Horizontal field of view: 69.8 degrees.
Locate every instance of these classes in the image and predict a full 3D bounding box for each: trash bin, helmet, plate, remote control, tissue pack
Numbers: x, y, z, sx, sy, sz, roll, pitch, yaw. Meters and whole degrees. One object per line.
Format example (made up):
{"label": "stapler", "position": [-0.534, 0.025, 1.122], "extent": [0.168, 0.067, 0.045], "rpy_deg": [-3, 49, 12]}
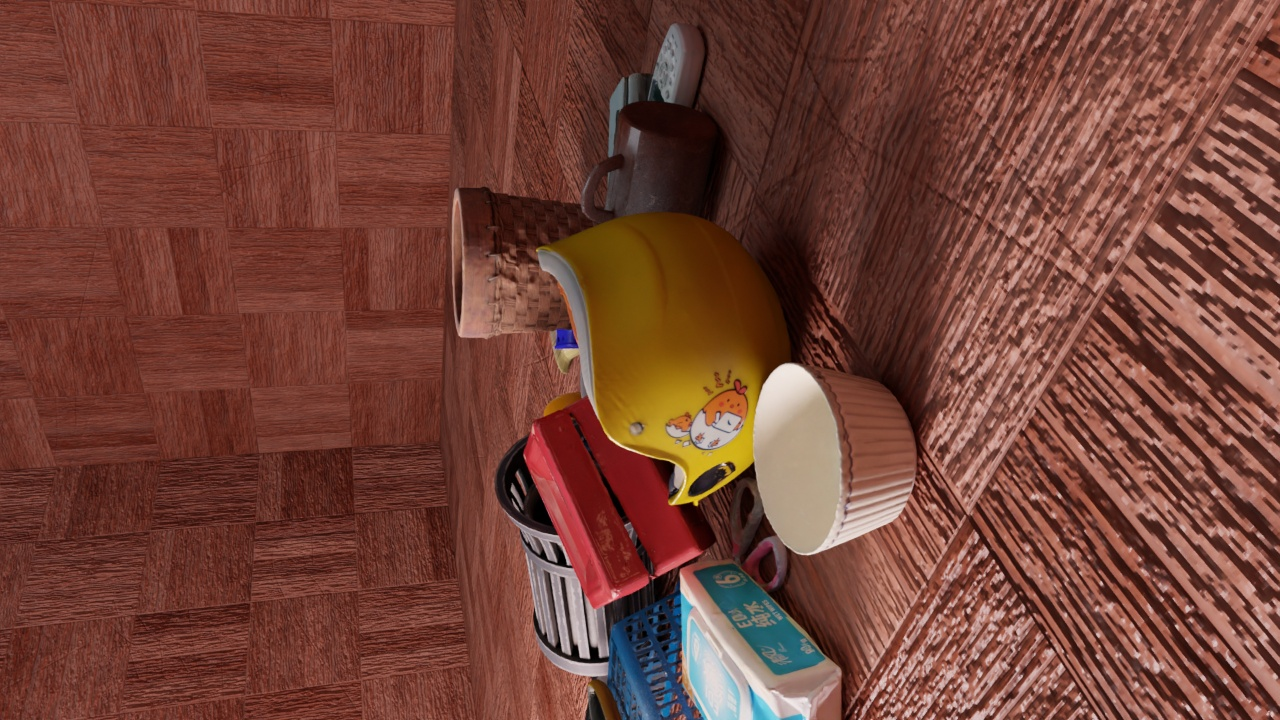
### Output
{"label": "trash bin", "position": [-0.051, 0.199, 0.942], "extent": [0.164, 0.164, 0.228], "rpy_deg": [-116, 18, -52]}
{"label": "helmet", "position": [0.041, -0.009, 0.681], "extent": [0.240, 0.140, 0.209], "rpy_deg": [54, -169, -52]}
{"label": "plate", "position": [-0.083, -0.076, 1.179], "extent": [0.184, 0.036, 0.184], "rpy_deg": [0, -91, -84]}
{"label": "remote control", "position": [0.031, -0.258, 0.859], "extent": [0.115, 0.028, 0.060], "rpy_deg": [111, 151, -53]}
{"label": "tissue pack", "position": [0.082, 0.237, 0.697], "extent": [0.209, 0.066, 0.117], "rpy_deg": [-140, 46, -66]}
{"label": "trash bin", "position": [-0.085, -0.101, 0.953], "extent": [0.151, 0.210, 0.151], "rpy_deg": [178, 91, -74]}

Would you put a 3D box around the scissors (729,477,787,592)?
{"label": "scissors", "position": [0.082, 0.162, 0.787], "extent": [0.179, 0.016, 0.101], "rpy_deg": [112, 146, -59]}

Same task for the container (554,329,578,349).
{"label": "container", "position": [-0.055, -0.072, 1.070], "extent": [0.084, 0.085, 0.113], "rpy_deg": [177, 92, -72]}

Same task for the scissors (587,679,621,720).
{"label": "scissors", "position": [-0.013, 0.353, 0.809], "extent": [0.229, 0.016, 0.114], "rpy_deg": [175, 92, -72]}

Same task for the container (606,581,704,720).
{"label": "container", "position": [0.028, 0.429, 0.868], "extent": [0.257, 0.089, 0.363], "rpy_deg": [-127, 39, -61]}

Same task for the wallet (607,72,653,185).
{"label": "wallet", "position": [-0.007, -0.226, 0.959], "extent": [0.100, 0.054, 0.131], "rpy_deg": [170, 102, -72]}

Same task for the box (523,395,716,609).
{"label": "box", "position": [-0.011, 0.106, 0.758], "extent": [0.157, 0.126, 0.137], "rpy_deg": [64, 167, 11]}

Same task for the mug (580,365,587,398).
{"label": "mug", "position": [-0.005, 0.005, 0.904], "extent": [0.085, 0.094, 0.121], "rpy_deg": [140, 125, -68]}

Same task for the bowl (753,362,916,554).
{"label": "bowl", "position": [0.121, 0.058, 0.561], "extent": [0.115, 0.062, 0.115], "rpy_deg": [177, 91, -73]}

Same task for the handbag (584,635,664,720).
{"label": "handbag", "position": [-0.027, 0.333, 1.109], "extent": [0.195, 0.072, 0.176], "rpy_deg": [-97, 14, -52]}

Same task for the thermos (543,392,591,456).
{"label": "thermos", "position": [-0.076, 0.153, 1.147], "extent": [0.076, 0.091, 0.232], "rpy_deg": [58, -167, -49]}

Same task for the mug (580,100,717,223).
{"label": "mug", "position": [0.003, -0.164, 0.811], "extent": [0.096, 0.122, 0.110], "rpy_deg": [39, 133, 42]}
